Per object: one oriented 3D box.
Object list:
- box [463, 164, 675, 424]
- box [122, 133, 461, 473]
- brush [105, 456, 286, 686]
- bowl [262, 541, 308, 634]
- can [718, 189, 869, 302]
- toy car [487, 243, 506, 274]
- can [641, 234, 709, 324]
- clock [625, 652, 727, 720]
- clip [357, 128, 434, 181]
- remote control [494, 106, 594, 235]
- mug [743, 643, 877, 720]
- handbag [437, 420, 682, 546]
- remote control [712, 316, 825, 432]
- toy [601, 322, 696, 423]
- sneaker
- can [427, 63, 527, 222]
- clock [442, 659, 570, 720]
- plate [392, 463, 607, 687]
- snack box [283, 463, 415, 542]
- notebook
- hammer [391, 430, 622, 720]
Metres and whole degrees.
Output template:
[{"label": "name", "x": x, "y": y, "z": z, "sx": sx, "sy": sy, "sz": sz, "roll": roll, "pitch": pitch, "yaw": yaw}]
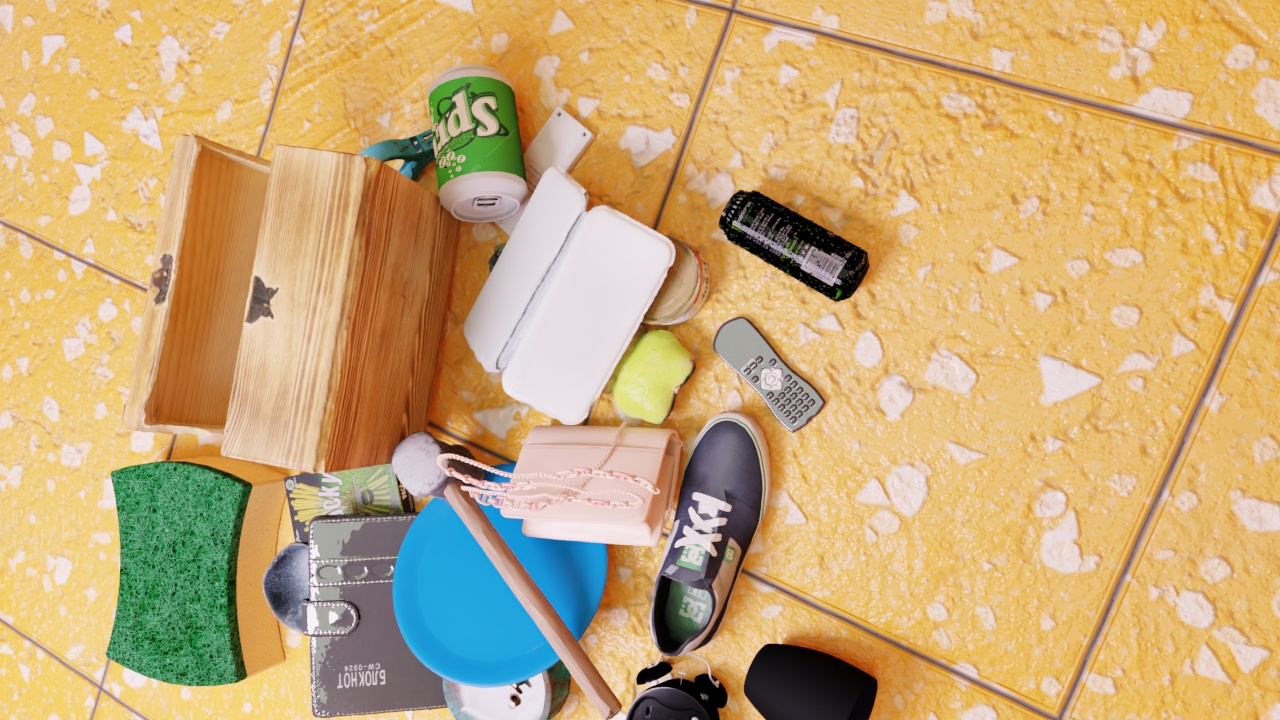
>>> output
[{"label": "box", "x": -0.081, "y": -0.064, "z": 0.875, "sx": 0.186, "sy": 0.084, "sz": 0.211, "roll": 37, "pitch": 107, "yaw": 16}, {"label": "box", "x": -0.325, "y": -0.049, "z": 0.905, "sx": 0.221, "sy": 0.258, "sz": 0.279, "roll": 8, "pitch": 88, "yaw": 11}, {"label": "brush", "x": -0.514, "y": 0.239, "z": 1.065, "sx": 0.195, "sy": 0.075, "sz": 0.250, "roll": 2, "pitch": 91, "yaw": 20}, {"label": "bowl", "x": -0.353, "y": 0.243, "z": 1.011, "sx": 0.110, "sy": 0.055, "sz": 0.110, "roll": 1, "pitch": 102, "yaw": 2}, {"label": "can", "x": 0.140, "y": -0.106, "z": 0.836, "sx": 0.138, "sy": 0.054, "sz": 0.054, "roll": 33, "pitch": 101, "yaw": 17}, {"label": "toy car", "x": -0.110, "y": -0.109, "z": 0.940, "sx": 0.107, "sy": 0.030, "sz": 0.049, "roll": -25, "pitch": 83, "yaw": 22}, {"label": "can", "x": 0.022, "y": -0.077, "z": 0.885, "sx": 0.086, "sy": 0.043, "sz": 0.086, "roll": 0, "pitch": 90, "yaw": 20}, {"label": "clock", "x": 0.036, "y": 0.339, "z": 0.881, "sx": 0.091, "sy": 0.042, "sz": 0.120, "roll": 8, "pitch": 93, "yaw": 20}, {"label": "clip", "x": -0.248, "y": -0.211, "z": 0.981, "sx": 0.033, "sy": 0.120, "sz": 0.119, "roll": 56, "pitch": 141, "yaw": 12}, {"label": "remote control", "x": -0.105, "y": -0.192, "z": 0.948, "sx": 0.050, "sy": 0.011, "sz": 0.136, "roll": 42, "pitch": 104, "yaw": 15}, {"label": "mug", "x": 0.148, "y": 0.314, "z": 0.829, "sx": 0.100, "sy": 0.084, "sz": 0.119, "roll": 20, "pitch": 127, "yaw": 31}, {"label": "handbag", "x": -0.052, "y": 0.082, "z": 0.837, "sx": 0.199, "sy": 0.187, "sz": 0.116, "roll": 0, "pitch": 57, "yaw": 23}, {"label": "remote control", "x": 0.118, "y": 0.011, "z": 0.868, "sx": 0.046, "sy": 0.009, "sz": 0.124, "roll": -46, "pitch": 76, "yaw": 14}, {"label": "toy", "x": -0.005, "y": 0.005, "z": 0.895, "sx": 0.115, "sy": 0.046, "sz": 0.092, "roll": 31, "pitch": 101, "yaw": 25}, {"label": "sneaker", "x": 0.062, "y": 0.163, "z": 0.852, "sx": 0.084, "sy": 0.079, "sz": 0.235, "roll": 15, "pitch": 95, "yaw": 20}, {"label": "can", "x": -0.163, "y": -0.217, "z": 0.920, "sx": 0.088, "sy": 0.087, "sz": 0.139, "roll": -13, "pitch": 77, "yaw": 19}, {"label": "clock", "x": -0.133, "y": 0.308, "z": 0.928, "sx": 0.121, "sy": 0.073, "sz": 0.157, "roll": 13, "pitch": 94, "yaw": 20}, {"label": "plate", "x": -0.139, "y": 0.212, "z": 0.920, "sx": 0.224, "sy": 0.024, "sz": 0.224, "roll": -6, "pitch": 61, "yaw": 12}, {"label": "snack box", "x": -0.324, "y": 0.156, "z": 1.022, "sx": 0.148, "sy": 0.025, "sz": 0.080, "roll": -13, "pitch": 86, "yaw": 20}, {"label": "notebook", "x": -0.268, "y": 0.265, "z": 0.968, "sx": 0.169, "sy": 0.029, "sz": 0.209, "roll": -1, "pitch": 87, "yaw": -8}, {"label": "hammer", "x": -0.122, "y": 0.198, "z": 0.869, "sx": 0.052, "sy": 0.098, "sz": 0.328, "roll": -42, "pitch": 69, "yaw": 1}]
